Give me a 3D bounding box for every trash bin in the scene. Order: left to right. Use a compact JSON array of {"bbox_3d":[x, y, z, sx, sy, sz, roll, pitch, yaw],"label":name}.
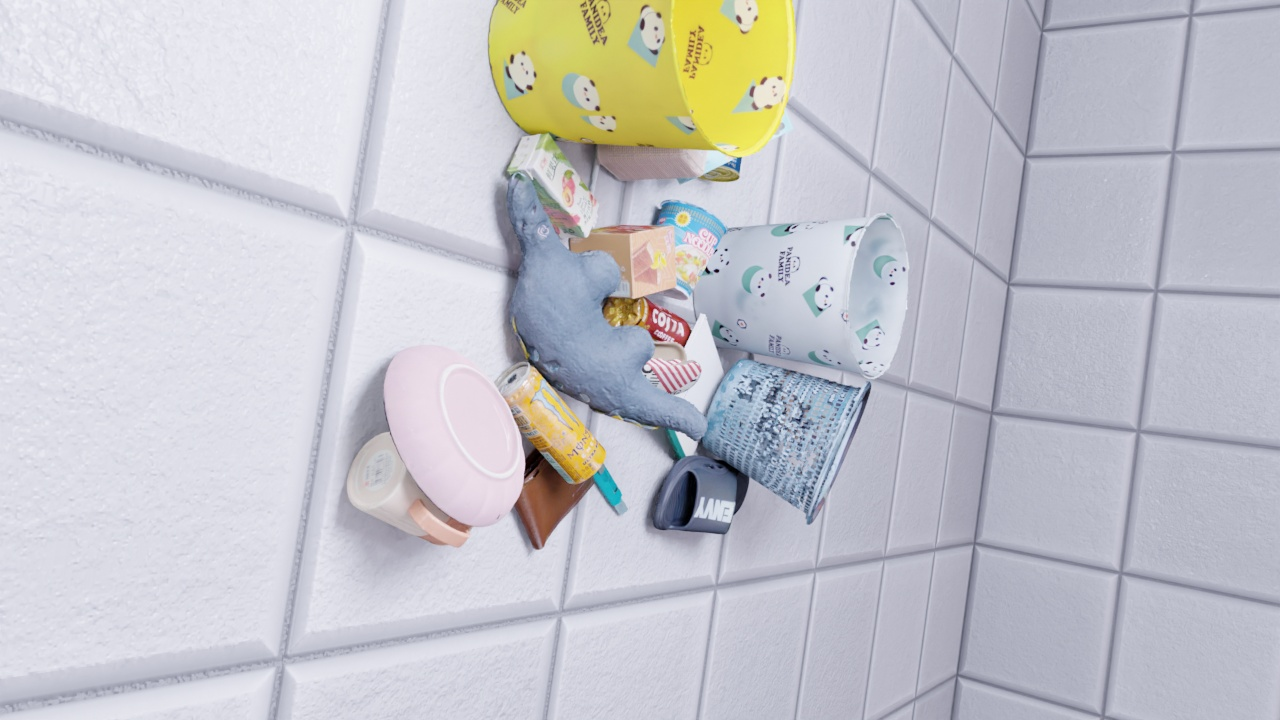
[{"bbox_3d":[-0.004,-0.327,0.955,0.229,0.256,0.230,-15,108,-52],"label":"trash bin"},{"bbox_3d":[0.207,0.100,1.358,0.225,0.195,0.227,-54,159,-34],"label":"trash bin"},{"bbox_3d":[0.229,-0.099,1.334,0.229,0.252,0.229,-13,105,-54],"label":"trash bin"}]

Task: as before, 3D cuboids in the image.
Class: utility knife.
[{"bbox_3d":[-0.050,0.145,1.185,0.029,0.013,0.174,-56,137,-31],"label":"utility knife"}]

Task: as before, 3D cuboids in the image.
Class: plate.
[{"bbox_3d":[-0.169,0.065,0.893,0.192,0.039,0.192,51,22,-31],"label":"plate"}]

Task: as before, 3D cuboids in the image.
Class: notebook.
[{"bbox_3d":[0.075,0.049,1.293,0.150,0.012,0.209,-61,155,-21],"label":"notebook"}]

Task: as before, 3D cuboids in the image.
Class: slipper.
[{"bbox_3d":[0.114,0.201,1.359,0.267,0.083,0.111,6,100,-58],"label":"slipper"}]

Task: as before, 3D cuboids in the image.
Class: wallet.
[{"bbox_3d":[-0.104,0.149,1.095,0.124,0.032,0.101,-48,135,-39],"label":"wallet"}]

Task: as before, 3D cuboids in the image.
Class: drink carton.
[{"bbox_3d":[-0.098,-0.194,1.030,0.122,0.046,0.053,49,51,-48],"label":"drink carton"}]

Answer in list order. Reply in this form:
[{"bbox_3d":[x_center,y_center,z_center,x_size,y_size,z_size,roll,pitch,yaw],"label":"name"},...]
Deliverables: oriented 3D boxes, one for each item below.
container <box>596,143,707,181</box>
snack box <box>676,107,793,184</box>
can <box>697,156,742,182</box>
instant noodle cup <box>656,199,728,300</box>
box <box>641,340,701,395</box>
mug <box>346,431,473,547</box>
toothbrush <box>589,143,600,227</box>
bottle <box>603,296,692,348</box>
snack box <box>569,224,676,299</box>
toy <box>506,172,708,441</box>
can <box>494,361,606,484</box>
[{"bbox_3d":[0.019,-0.270,1.112,0.090,0.111,0.090,24,73,-67],"label":"container"},{"bbox_3d":[0.112,-0.302,1.211,0.174,0.052,0.074,-30,102,-21],"label":"snack box"},{"bbox_3d":[0.109,-0.314,1.280,0.075,0.075,0.111,14,84,-55],"label":"can"},{"bbox_3d":[0.052,-0.142,1.221,0.099,0.099,0.110,33,76,-52],"label":"instant noodle cup"},{"bbox_3d":[-0.009,0.005,1.149,0.163,0.086,0.076,-1,135,-28],"label":"box"},{"bbox_3d":[-0.208,0.132,0.874,0.081,0.114,0.106,-47,138,2],"label":"mug"},{"bbox_3d":[-0.048,-0.248,1.118,0.016,0.016,0.180,18,80,-62],"label":"toothbrush"},{"bbox_3d":[0.021,-0.043,1.215,0.174,0.058,0.057,24,76,-54],"label":"bottle"},{"bbox_3d":[-0.020,-0.122,1.112,0.094,0.093,0.077,-21,112,-52],"label":"snack box"},{"bbox_3d":[-0.067,-0.037,1.019,0.356,0.138,0.091,57,20,-12],"label":"toy"},{"bbox_3d":[-0.102,0.071,1.027,0.146,0.058,0.058,52,53,-24],"label":"can"}]
